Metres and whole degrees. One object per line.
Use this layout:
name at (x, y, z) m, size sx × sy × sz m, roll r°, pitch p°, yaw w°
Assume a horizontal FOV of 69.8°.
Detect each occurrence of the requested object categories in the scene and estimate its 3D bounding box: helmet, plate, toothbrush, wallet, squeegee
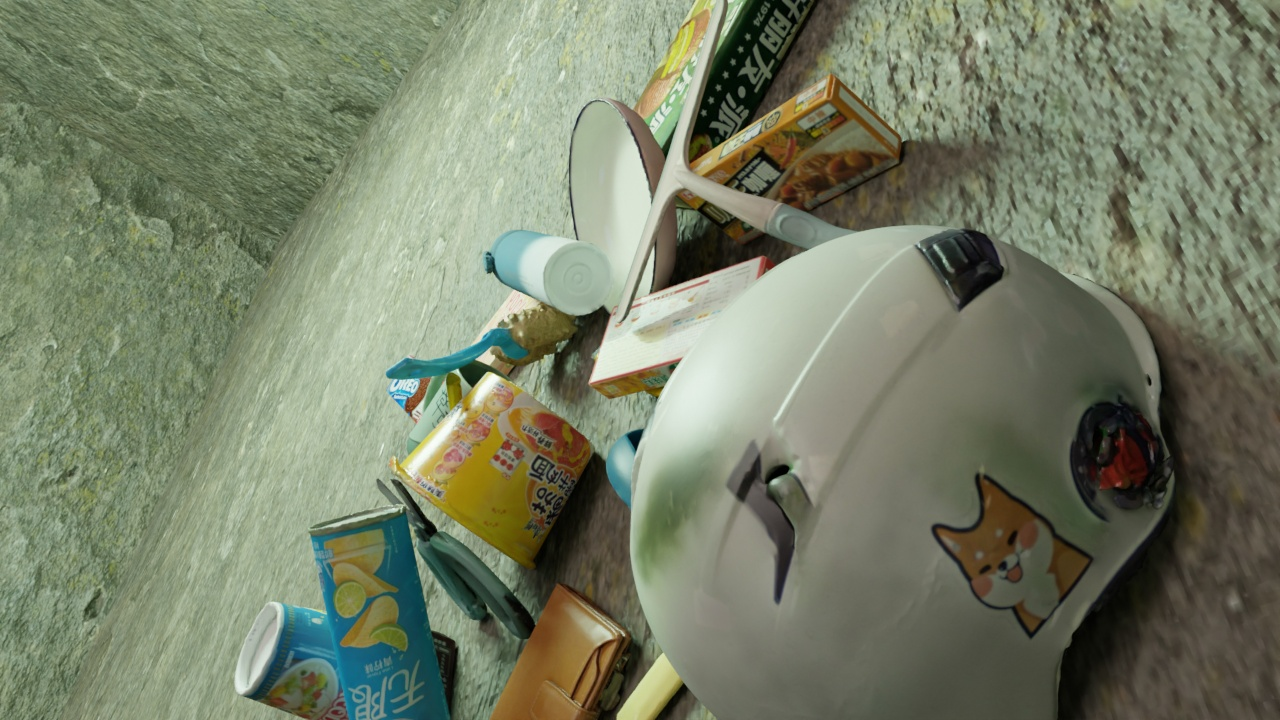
helmet at (0.089, 0.042, 0.415) m, size 0.230 × 0.157 × 0.273 m, roll 10°, pitch 71°, yaw 60°
plate at (-0.011, -0.128, 0.788) m, size 0.193 × 0.039 × 0.192 m, roll 168°, pitch 90°, yaw -69°
toothbrush at (-0.154, 0.074, 0.808) m, size 0.190 × 0.016 × 0.015 m, roll 95°, pitch 172°, yaw -51°
wallet at (-0.059, 0.225, 0.611) m, size 0.131 × 0.031 × 0.108 m, roll -63°, pitch 26°, yaw -6°
squeegee at (0.085, -0.093, 0.588) m, size 0.250 × 0.040 × 0.248 m, roll 33°, pitch 112°, yaw 39°

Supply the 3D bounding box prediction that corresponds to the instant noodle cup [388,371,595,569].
instant noodle cup at (-0.110, 0.083, 0.731) m, size 0.109 × 0.138 × 0.138 m, roll -55°, pitch 27°, yaw -11°

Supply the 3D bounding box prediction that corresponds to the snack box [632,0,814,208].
snack box at (0.062, -0.259, 0.855) m, size 0.240 × 0.063 × 0.114 m, roll -60°, pitch 28°, yaw -3°

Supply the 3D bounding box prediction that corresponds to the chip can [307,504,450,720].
chip can at (-0.181, 0.213, 0.653) m, size 0.071 × 0.071 × 0.210 m, roll -12°, pitch 90°, yaw 54°

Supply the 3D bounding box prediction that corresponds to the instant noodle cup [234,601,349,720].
instant noodle cup at (-0.248, 0.237, 0.714) m, size 0.099 × 0.110 × 0.099 m, roll -35°, pitch 40°, yaw 36°

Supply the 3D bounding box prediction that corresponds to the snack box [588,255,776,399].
snack box at (0.031, -0.022, 0.687) m, size 0.156 × 0.027 × 0.076 m, roll -15°, pitch 48°, yaw 42°

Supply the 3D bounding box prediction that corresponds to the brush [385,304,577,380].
brush at (-0.134, -0.011, 0.807) m, size 0.083 × 0.046 × 0.254 m, roll -31°, pitch -3°, yaw 24°

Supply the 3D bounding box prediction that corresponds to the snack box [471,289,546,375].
snack box at (-0.134, -0.040, 0.997) m, size 0.157 × 0.026 × 0.084 m, roll -50°, pitch 29°, yaw 17°

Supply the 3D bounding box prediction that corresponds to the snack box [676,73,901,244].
snack box at (0.102, -0.139, 0.658) m, size 0.154 × 0.075 × 0.026 m, roll -24°, pitch 43°, yaw 48°

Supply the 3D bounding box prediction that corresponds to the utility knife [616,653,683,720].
utility knife at (0.013, 0.185, 0.543) m, size 0.212 × 0.022 × 0.031 m, roll -50°, pitch 27°, yaw 2°

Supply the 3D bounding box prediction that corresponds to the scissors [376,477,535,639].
scissors at (-0.135, 0.160, 0.697) m, size 0.019 × 0.170 × 0.181 m, roll -40°, pitch 41°, yaw -27°

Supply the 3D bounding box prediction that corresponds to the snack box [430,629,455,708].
snack box at (-0.209, 0.285, 0.768) m, size 0.113 × 0.053 × 0.125 m, roll -41°, pitch 31°, yaw 29°

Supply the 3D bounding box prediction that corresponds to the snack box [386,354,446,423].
snack box at (-0.231, 0.046, 1.037) m, size 0.057 × 0.058 × 0.208 m, roll -58°, pitch 28°, yaw -5°

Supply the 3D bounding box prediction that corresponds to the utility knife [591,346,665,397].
utility knife at (-0.004, 0.004, 0.752) m, size 0.033 × 0.015 × 0.171 m, roll -58°, pitch 28°, yaw -6°

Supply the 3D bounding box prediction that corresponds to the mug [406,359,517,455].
mug at (-0.177, 0.056, 0.895) m, size 0.111 × 0.082 × 0.106 m, roll 47°, pitch 110°, yaw 32°

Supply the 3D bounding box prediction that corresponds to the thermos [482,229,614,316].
thermos at (-0.094, -0.088, 0.869) m, size 0.070 × 0.070 × 0.220 m, roll -60°, pitch 26°, yaw -3°

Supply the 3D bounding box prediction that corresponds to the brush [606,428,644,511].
brush at (0.013, 0.083, 0.580) m, size 0.055 × 0.073 × 0.143 m, roll -50°, pitch 23°, yaw 8°
